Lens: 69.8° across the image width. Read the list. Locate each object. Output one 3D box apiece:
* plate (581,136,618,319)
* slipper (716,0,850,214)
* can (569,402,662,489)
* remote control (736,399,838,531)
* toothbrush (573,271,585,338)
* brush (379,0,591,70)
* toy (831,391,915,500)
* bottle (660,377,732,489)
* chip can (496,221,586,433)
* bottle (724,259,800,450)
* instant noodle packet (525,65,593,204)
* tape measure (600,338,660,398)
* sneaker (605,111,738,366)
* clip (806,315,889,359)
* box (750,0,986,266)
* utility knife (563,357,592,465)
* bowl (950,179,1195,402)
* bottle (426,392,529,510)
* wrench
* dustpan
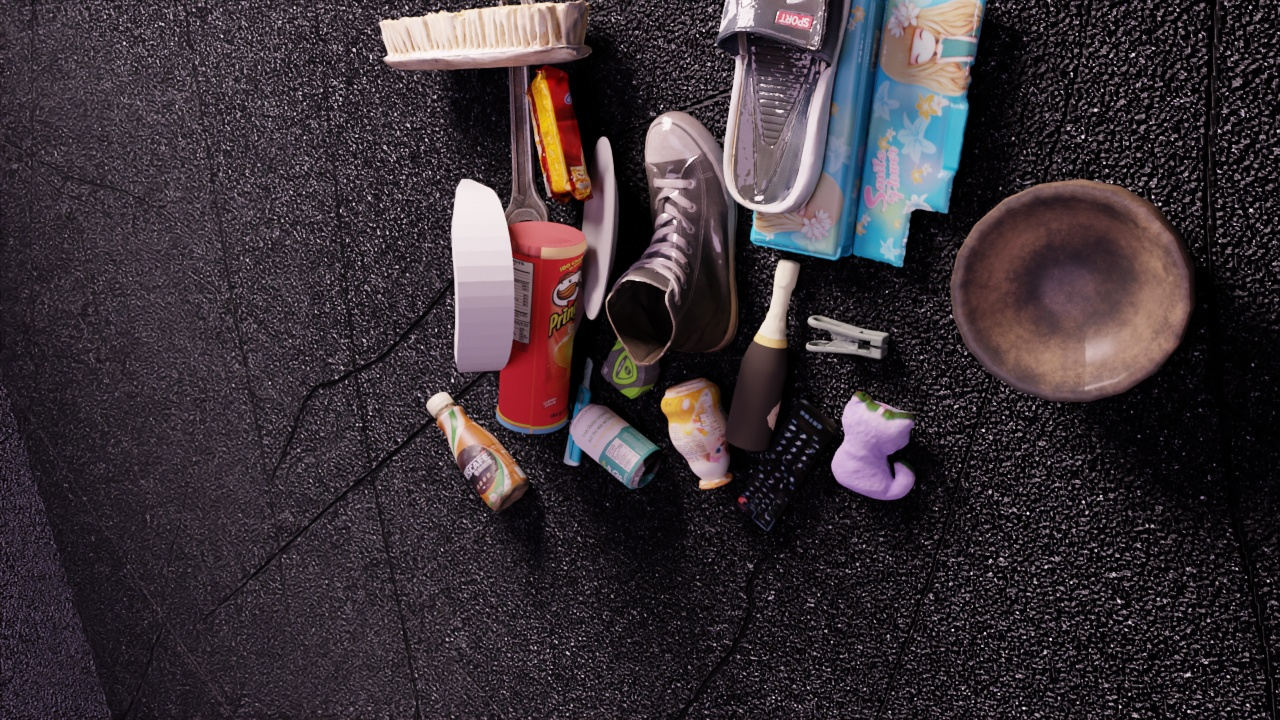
[{"bbox_3d":[-0.039,-0.129,0.908,0.178,0.012,0.178,-178,91,-78],"label":"plate"},{"bbox_3d":[0.107,-0.250,0.748,0.111,0.062,0.264,19,118,34],"label":"slipper"},{"bbox_3d":[-0.027,0.094,1.015,0.101,0.054,0.055,37,124,23],"label":"can"},{"bbox_3d":[0.145,0.104,0.908,0.047,0.022,0.151,40,127,20],"label":"remote control"},{"bbox_3d":[-0.098,-0.005,1.057,0.027,0.026,0.223,-112,37,-46],"label":"toothbrush"},{"bbox_3d":[-0.164,-0.331,0.945,0.272,0.083,0.057,10,111,36],"label":"brush"},{"bbox_3d":[0.216,0.081,0.836,0.080,0.036,0.100,22,123,19],"label":"toy"},{"bbox_3d":[0.062,0.075,0.933,0.063,0.063,0.109,-14,95,40],"label":"bottle"},{"bbox_3d":[-0.109,-0.034,0.980,0.087,0.086,0.214,23,120,30],"label":"chip can"},{"bbox_3d":[0.121,-0.006,0.874,0.045,0.045,0.185,22,111,31],"label":"bottle"},{"bbox_3d":[-0.084,-0.226,0.938,0.098,0.039,0.135,-151,48,-76],"label":"instant noodle packet"},{"bbox_3d":[-0.006,0.006,0.983,0.058,0.035,0.066,50,132,25],"label":"tape measure"},{"bbox_3d":[0.025,-0.114,0.864,0.095,0.119,0.235,8,107,36],"label":"sneaker"},{"bbox_3d":[0.187,-0.019,0.833,0.075,0.023,0.037,14,112,32],"label":"clip"},{"bbox_3d":[0.185,-0.195,0.768,0.182,0.039,0.227,17,114,35],"label":"box"},{"bbox_3d":[-0.070,0.060,1.065,0.022,0.015,0.141,24,116,31],"label":"utility knife"},{"bbox_3d":[0.322,-0.055,0.683,0.162,0.070,0.162,13,113,34],"label":"bowl"},{"bbox_3d":[-0.211,0.110,1.161,0.167,0.059,0.059,49,128,15],"label":"bottle"},{"bbox_3d":[-0.130,-0.258,1.005,0.070,0.010,0.273,13,112,34],"label":"wrench"},{"bbox_3d":[-0.187,-0.088,0.981,0.258,0.053,0.192,-142,51,-66],"label":"dustpan"}]
